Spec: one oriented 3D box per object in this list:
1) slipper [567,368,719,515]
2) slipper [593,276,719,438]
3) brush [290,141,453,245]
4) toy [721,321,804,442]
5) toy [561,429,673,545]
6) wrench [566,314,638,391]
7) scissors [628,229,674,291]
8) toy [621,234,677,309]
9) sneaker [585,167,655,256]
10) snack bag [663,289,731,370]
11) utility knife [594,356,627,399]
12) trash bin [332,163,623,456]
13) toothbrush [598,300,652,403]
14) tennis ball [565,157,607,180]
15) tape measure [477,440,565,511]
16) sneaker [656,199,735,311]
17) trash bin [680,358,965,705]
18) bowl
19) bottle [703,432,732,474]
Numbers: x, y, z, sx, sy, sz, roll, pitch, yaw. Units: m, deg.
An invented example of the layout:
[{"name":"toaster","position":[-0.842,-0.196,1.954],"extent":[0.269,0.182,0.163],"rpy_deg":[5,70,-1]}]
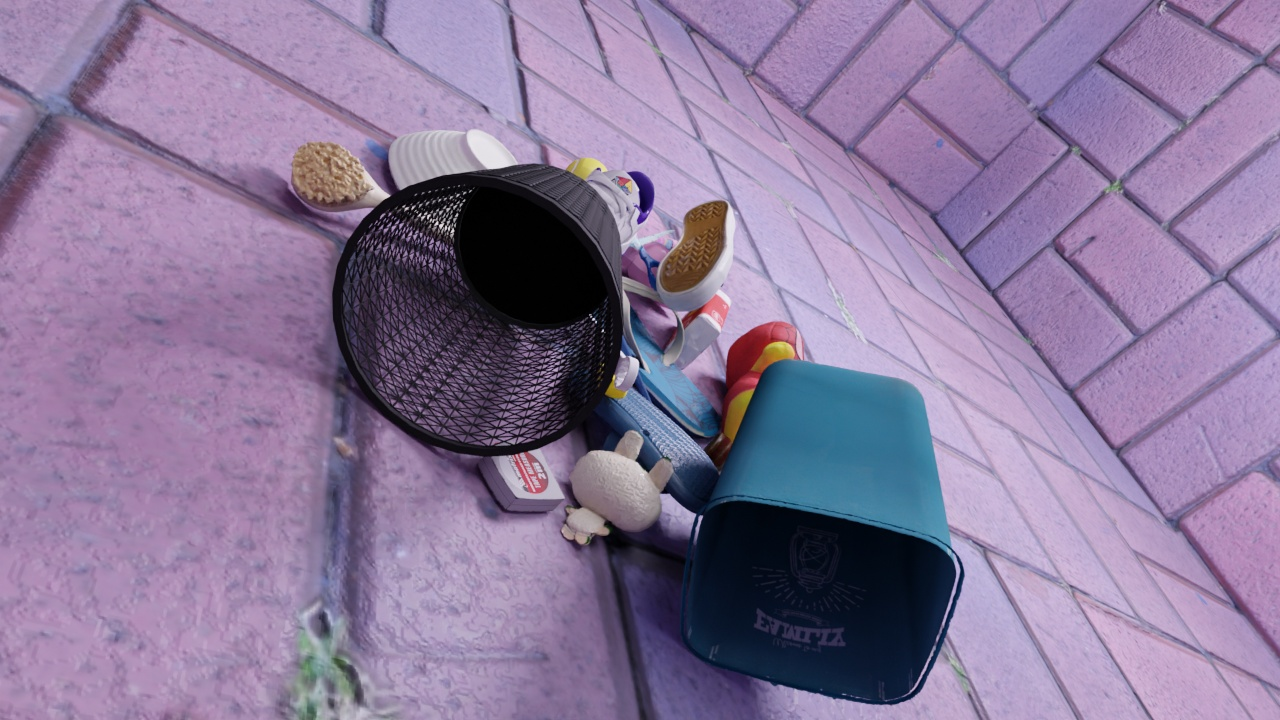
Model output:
[{"name":"slipper","position":[0.002,0.079,0.876],"extent":[0.103,0.059,0.214],"rpy_deg":[14,23,-48]},{"name":"slipper","position":[-0.002,-0.035,1.046],"extent":[0.295,0.060,0.118],"rpy_deg":[50,30,14]},{"name":"brush","position":[-0.217,-0.136,0.900],"extent":[0.272,0.062,0.077],"rpy_deg":[24,3,-42]},{"name":"toy","position":[0.147,0.032,1.089],"extent":[0.099,0.148,0.215],"rpy_deg":[13,30,2]},{"name":"toy","position":[-0.023,0.113,0.784],"extent":[0.087,0.112,0.050],"rpy_deg":[32,-17,22]},{"name":"wrench","position":[-0.040,-0.021,0.884],"extent":[0.009,0.047,0.273],"rpy_deg":[21,9,-19]},{"name":"scissors","position":[-0.007,-0.140,1.146],"extent":[0.127,0.014,0.133],"rpy_deg":[-24,78,-29]},{"name":"toy","position":[0.008,-0.135,1.207],"extent":[0.157,0.067,0.123],"rpy_deg":[36,25,-5]},{"name":"sneaker","position":[-0.055,-0.155,1.005],"extent":[0.092,0.111,0.243],"rpy_deg":[44,31,7]},{"name":"snack bag","position":[0.071,-0.040,1.135],"extent":[0.036,0.077,0.115],"rpy_deg":[42,25,-6]},{"name":"utility knife","position":[-0.032,0.004,0.915],"extent":[0.029,0.020,0.174],"rpy_deg":[24,12,-10]},{"name":"trash bin","position":[-0.110,-0.069,0.788],"extent":[0.217,0.217,0.242],"rpy_deg":[39,19,-9]},{"name":"toothbrush","position":[-0.006,0.006,0.977],"extent":[0.016,0.017,0.190],"rpy_deg":[-8,67,-50]},{"name":"tennis ball","position":[-0.074,-0.244,1.253],"extent":[0.065,0.065,0.065],"rpy_deg":[33,27,-20]},{"name":"tape measure","position":[-0.099,0.095,0.749],"extent":[0.062,0.020,0.060],"rpy_deg":[8,42,-49]},{"name":"sneaker","position":[0.082,-0.116,1.123],"extent":[0.234,0.088,0.079],"rpy_deg":[-69,145,-54]},{"name":"trash bin","position":[0.153,0.127,0.770],"extent":[0.197,0.200,0.218],"rpy_deg":[11,36,9]},{"name":"bowl","position":[-0.181,-0.202,1.007],"extent":[0.177,0.071,0.177],"rpy_deg":[36,30,-25]},{"name":"bottle","position":[0.131,0.144,0.961],"extent":[0.162,0.057,0.056],"rpy_deg":[43,26,0]}]
